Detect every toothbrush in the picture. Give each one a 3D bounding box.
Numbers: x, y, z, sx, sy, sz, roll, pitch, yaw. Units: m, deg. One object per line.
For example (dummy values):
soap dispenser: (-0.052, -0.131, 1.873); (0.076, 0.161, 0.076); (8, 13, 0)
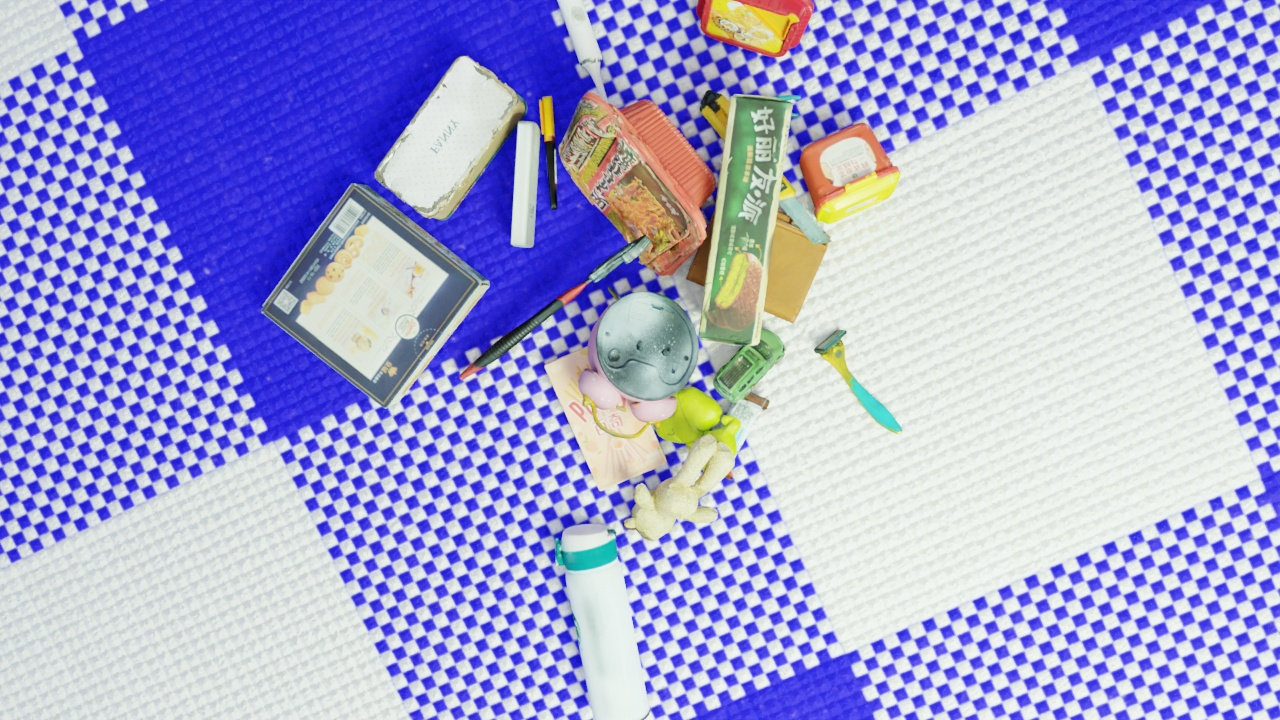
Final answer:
toothbrush: (-0.064, -0.352, 0.998); (0.027, 0.026, 0.221); (-20, 94, -2)

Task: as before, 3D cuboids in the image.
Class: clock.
clock: (-0.006, 0.006, 0.989); (0.117, 0.060, 0.158); (17, 77, -19)

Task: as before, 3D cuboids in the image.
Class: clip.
clip: (0.147, -0.279, 1.002); (0.056, 0.014, 0.041); (3, 95, 1)

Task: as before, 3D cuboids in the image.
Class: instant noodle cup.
instant noodle cup: (0.005, -0.188, 0.956); (0.079, 0.165, 0.189); (-40, 93, -18)
instant noodle cup: (0.128, -0.400, 0.949); (0.116, 0.116, 0.123); (17, 84, 0)

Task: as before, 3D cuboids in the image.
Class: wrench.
wrench: (-0.096, -0.055, 0.993); (0.274, 0.056, 0.016); (-34, 102, 22)

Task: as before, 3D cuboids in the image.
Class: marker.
marker: (-0.101, -0.229, 1.016); (0.015, 0.018, 0.124); (-3, 96, 2)

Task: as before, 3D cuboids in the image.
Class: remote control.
remote control: (-0.126, -0.191, 1.001); (0.019, 0.056, 0.135); (4, 96, 3)

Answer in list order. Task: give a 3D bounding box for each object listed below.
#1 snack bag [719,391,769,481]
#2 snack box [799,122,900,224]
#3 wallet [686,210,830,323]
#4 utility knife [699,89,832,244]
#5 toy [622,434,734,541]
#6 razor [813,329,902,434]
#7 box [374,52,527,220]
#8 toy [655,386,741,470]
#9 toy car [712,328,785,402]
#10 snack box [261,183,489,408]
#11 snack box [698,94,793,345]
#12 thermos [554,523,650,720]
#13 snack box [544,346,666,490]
snack bag: (0.103, 0.082, 1.029); (0.048, 0.026, 0.104); (25, 95, 16)
snack box: (0.218, -0.200, 0.974); (0.091, 0.082, 0.080); (-23, 84, 3)
wallet: (0.130, -0.114, 1.009); (0.132, 0.031, 0.108); (22, 98, -1)
utility knife: (0.134, -0.209, 0.990); (0.033, 0.015, 0.216); (-37, 83, 0)
toy: (0.042, 0.140, 0.998); (0.105, 0.066, 0.158); (17, 129, -28)
razor: (0.245, 0.029, 1.017); (0.043, 0.028, 0.132); (-38, 90, -26)
box: (-0.202, -0.245, 1.000); (0.090, 0.060, 0.184); (40, 94, -2)
toy: (0.063, 0.071, 1.018); (0.097, 0.031, 0.100); (-25, 77, 20)
toy car: (0.120, 0.004, 1.009); (0.043, 0.036, 0.091); (41, 82, 18)
snack box: (-0.296, -0.071, 1.025); (0.182, 0.045, 0.178); (39, 96, -1)
snack box: (0.106, -0.139, 0.932); (0.063, 0.114, 0.240); (8, 98, 6)
thermos: (-0.044, 0.296, 1.036); (0.073, 0.073, 0.224); (-11, 94, 3)
snack box: (-0.039, 0.060, 1.034); (0.084, 0.026, 0.157); (-24, 94, 4)
